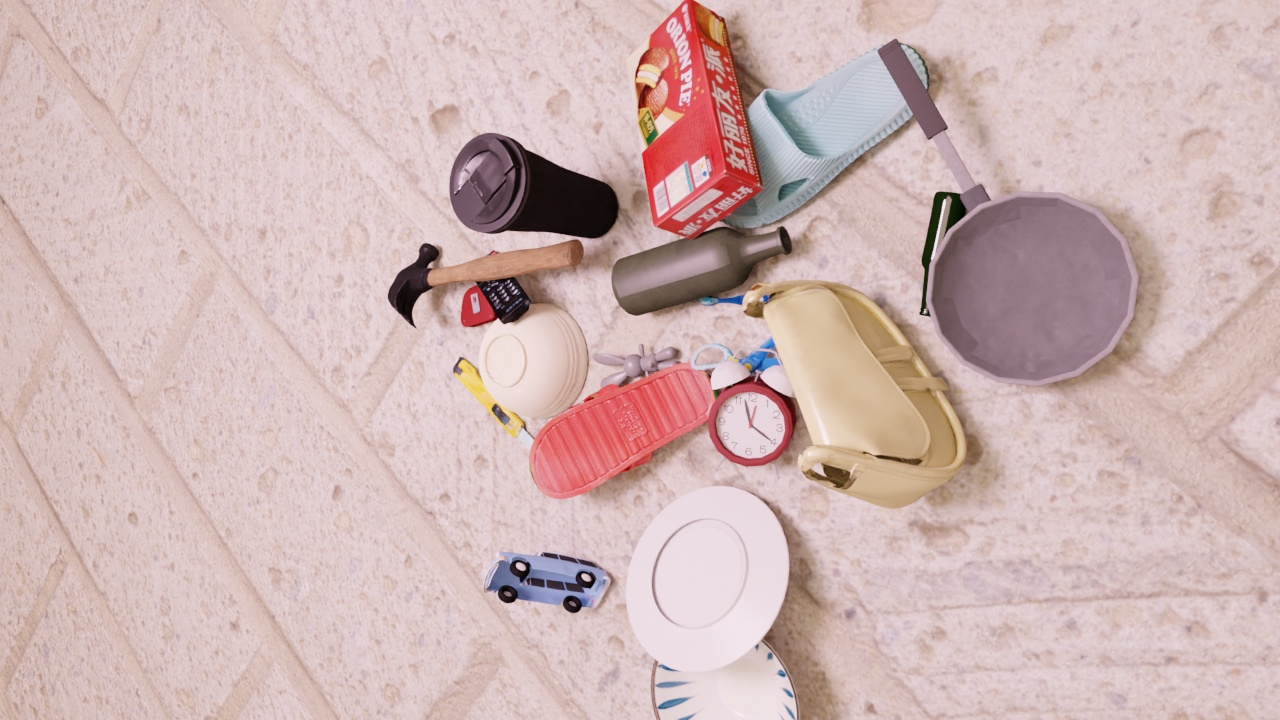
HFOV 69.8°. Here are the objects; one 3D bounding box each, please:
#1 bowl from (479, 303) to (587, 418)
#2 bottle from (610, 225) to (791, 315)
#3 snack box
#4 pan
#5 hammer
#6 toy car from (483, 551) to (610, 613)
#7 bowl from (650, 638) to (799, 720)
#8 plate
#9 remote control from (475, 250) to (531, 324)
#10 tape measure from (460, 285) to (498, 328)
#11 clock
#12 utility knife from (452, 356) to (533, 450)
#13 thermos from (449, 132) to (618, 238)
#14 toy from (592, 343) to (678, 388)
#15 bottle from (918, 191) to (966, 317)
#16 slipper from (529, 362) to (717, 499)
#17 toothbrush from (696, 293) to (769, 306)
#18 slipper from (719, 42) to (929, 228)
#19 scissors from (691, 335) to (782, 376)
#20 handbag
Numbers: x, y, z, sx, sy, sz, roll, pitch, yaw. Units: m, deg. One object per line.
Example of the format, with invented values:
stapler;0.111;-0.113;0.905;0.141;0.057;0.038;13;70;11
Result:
bowl;-0.149;0.000;1.161;0.151;0.075;0.150;0;91;31
bottle;0.068;-0.107;1.028;0.207;0.071;0.071;-14;83;31
snack box;0.054;-0.262;0.995;0.113;0.060;0.236;-33;57;42
pan;0.319;-0.145;0.863;0.179;0.041;0.357;-30;84;21
hammer;-0.200;-0.112;1.164;0.306;0.040;0.132;-5;49;35
toy car;-0.115;0.263;1.112;0.056;0.153;0.054;-64;25;25
bowl;0.104;0.365;1.009;0.178;0.070;0.177;0;90;32
plate;0.066;0.235;1.009;0.209;0.015;0.208;-21;52;29
remote control;-0.178;-0.093;1.173;0.047;0.022;0.150;-40;40;1
tape measure;-0.220;-0.074;1.236;0.059;0.019;0.051;-15;83;31
clock;0.121;0.054;0.993;0.096;0.048;0.138;5;101;14
utility knife;-0.182;0.070;1.218;0.218;0.019;0.031;42;120;21
thermos;-0.113;-0.188;1.053;0.106;0.218;0.106;0;90;31
toy;-0.006;0.007;1.100;0.112;0.030;0.049;-10;100;26
bottle;0.297;-0.104;0.911;0.033;0.033;0.123;14;98;31
slipper;-0.022;0.078;1.088;0.249;0.059;0.103;-30;89;12
toothbrush;0.124;-0.068;1.027;0.135;0.017;0.021;2;95;32
slipper;0.171;-0.236;0.969;0.277;0.069;0.116;-32;77;27
scissors;0.114;-0.001;1.020;0.110;0.018;0.131;44;106;3
handbag;0.207;0.025;0.892;0.089;0.190;0.232;-43;55;42
